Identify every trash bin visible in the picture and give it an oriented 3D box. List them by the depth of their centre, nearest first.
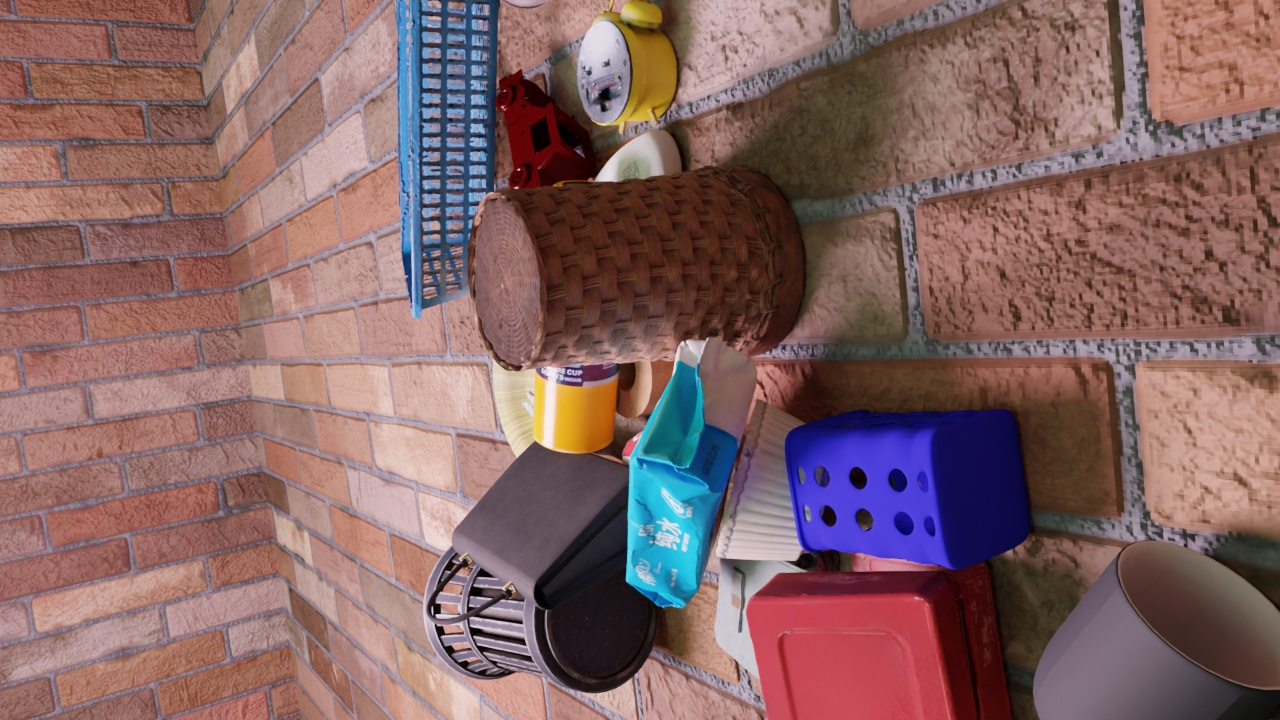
[{"bbox_3d":[-0.009,-0.061,0.665,0.151,0.209,0.151,21,116,54],"label":"trash bin"},{"bbox_3d":[-0.100,0.254,0.939,0.228,0.164,0.164,-15,85,53],"label":"trash bin"}]

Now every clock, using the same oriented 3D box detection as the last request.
[{"bbox_3d":[-0.013,-0.251,0.762,0.083,0.057,0.119,8,105,57],"label":"clock"}]

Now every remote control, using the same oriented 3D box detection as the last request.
[{"bbox_3d":[-0.004,-0.156,0.799,0.115,0.028,0.060,-34,70,55],"label":"remote control"}]

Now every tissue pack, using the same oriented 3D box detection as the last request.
[{"bbox_3d":[0.033,0.088,0.658,0.066,0.116,0.210,15,142,10],"label":"tissue pack"}]

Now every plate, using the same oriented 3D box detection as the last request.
[{"bbox_3d":[-0.100,0.036,0.987,0.184,0.036,0.184,21,117,51],"label":"plate"}]

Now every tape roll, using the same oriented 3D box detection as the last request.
[{"bbox_3d":[-0.005,0.005,0.843,0.094,0.027,0.094,21,115,53],"label":"tape roll"}]

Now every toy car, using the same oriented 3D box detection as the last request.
[{"bbox_3d":[-0.087,-0.202,0.863,0.062,0.070,0.169,-28,58,25],"label":"toy car"}]

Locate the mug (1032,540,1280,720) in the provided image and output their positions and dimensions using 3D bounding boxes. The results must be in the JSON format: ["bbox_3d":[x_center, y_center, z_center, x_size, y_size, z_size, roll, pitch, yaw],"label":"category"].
[{"bbox_3d":[0.263,0.158,0.439,0.122,0.085,0.095,28,127,16],"label":"mug"}]

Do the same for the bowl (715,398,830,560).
[{"bbox_3d":[0.097,0.090,0.645,0.062,0.115,0.115,15,118,8],"label":"bowl"}]

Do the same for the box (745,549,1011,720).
[{"bbox_3d":[0.151,0.206,0.575,0.137,0.126,0.157,-10,90,52],"label":"box"}]

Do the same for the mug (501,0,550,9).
[{"bbox_3d":[-0.096,-0.368,0.800,0.110,0.122,0.096,6,89,53],"label":"mug"}]

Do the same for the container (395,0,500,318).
[{"bbox_3d":[-0.212,-0.253,0.989,0.257,0.089,0.363,-127,39,-62],"label":"container"}]

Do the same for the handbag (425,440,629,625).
[{"bbox_3d":[-0.105,0.166,0.814,0.176,0.195,0.072,10,132,55],"label":"handbag"}]

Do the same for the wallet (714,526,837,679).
[{"bbox_3d":[0.099,0.185,0.716,0.100,0.054,0.132,33,130,50],"label":"wallet"}]

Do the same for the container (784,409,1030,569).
[{"bbox_3d":[0.161,0.075,0.558,0.114,0.085,0.084,-7,93,56],"label":"container"}]

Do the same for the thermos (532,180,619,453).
[{"bbox_3d":[-0.045,-0.036,0.805,0.091,0.076,0.233,12,112,16],"label":"thermos"}]

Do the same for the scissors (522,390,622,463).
[{"bbox_3d":[-0.053,0.087,0.895,0.178,0.016,0.101,52,141,3],"label":"scissors"}]

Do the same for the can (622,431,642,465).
[{"bbox_3d":[0.027,0.077,0.790,0.097,0.054,0.054,-36,68,54],"label":"can"}]
